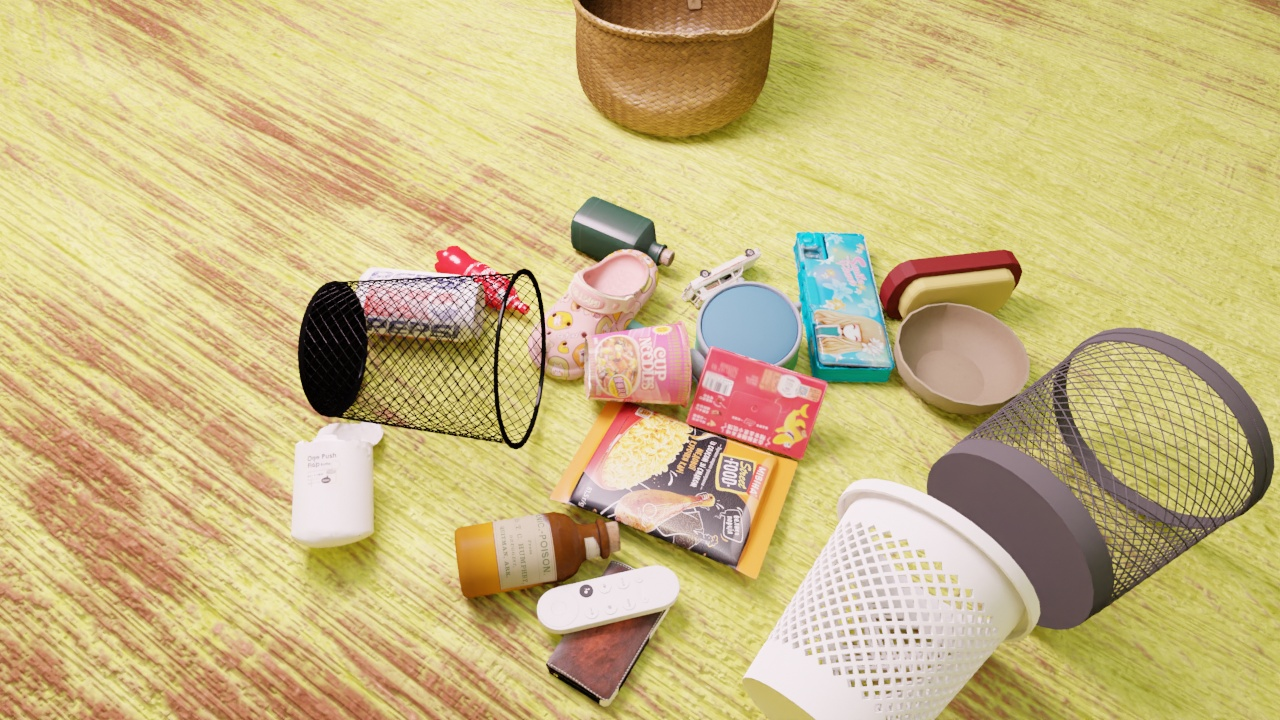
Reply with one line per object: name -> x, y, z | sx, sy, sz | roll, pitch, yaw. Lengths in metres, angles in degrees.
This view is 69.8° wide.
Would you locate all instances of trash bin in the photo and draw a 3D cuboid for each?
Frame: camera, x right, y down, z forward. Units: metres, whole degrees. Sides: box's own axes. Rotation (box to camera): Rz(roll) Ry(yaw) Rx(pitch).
trash bin -> -0.223, -0.007, 0.956 | 0.210, 0.184, 0.183 | 3, 51, 8
trash bin -> 0.430, 0.116, 0.887 | 0.227, 0.218, 0.217 | -29, 58, -19
trash bin -> 0.202, 0.243, 0.795 | 0.195, 0.196, 0.199 | 36, 67, 22

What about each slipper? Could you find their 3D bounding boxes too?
slipper -> -0.057, -0.069, 1.069 | 0.093, 0.082, 0.196 | 31, 66, 22

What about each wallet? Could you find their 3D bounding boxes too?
wallet -> -0.028, 0.254, 0.863 | 0.072, 0.019, 0.122 | 26, 54, 16

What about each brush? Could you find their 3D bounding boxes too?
brush -> 0.383, -0.086, 1.123 | 0.173, 0.082, 0.041 | -7, 52, -9

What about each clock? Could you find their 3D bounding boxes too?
clock -> 0.115, -0.009, 1.055 | 0.122, 0.075, 0.161 | 25, 66, 14

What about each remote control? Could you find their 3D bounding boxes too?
remote control -> -0.030, 0.225, 0.863 | 0.136, 0.013, 0.043 | -10, 52, -11

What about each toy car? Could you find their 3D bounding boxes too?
toy car -> 0.106, -0.102, 1.149 | 0.113, 0.039, 0.039 | -27, 79, -24

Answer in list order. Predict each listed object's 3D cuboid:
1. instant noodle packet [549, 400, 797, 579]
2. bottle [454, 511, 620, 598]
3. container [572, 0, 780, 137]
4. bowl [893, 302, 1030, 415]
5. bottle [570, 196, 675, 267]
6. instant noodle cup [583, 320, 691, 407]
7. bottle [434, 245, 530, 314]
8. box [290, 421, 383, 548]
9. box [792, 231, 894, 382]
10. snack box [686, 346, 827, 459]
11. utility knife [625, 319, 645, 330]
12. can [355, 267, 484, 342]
instant noodle packet -> 0.040, 0.124, 0.960 | 0.221, 0.032, 0.159 | 20, 46, 12
bottle -> -0.097, 0.182, 0.885 | 0.157, 0.068, 0.067 | -8, 52, -10
container -> 0.051, -0.478, 1.346 | 0.307, 0.197, 0.306 | 1, 53, -2
bowl -> 0.367, 0.006, 1.069 | 0.152, 0.051, 0.152 | 2, 51, -2
bottle -> -0.018, -0.152, 1.163 | 0.131, 0.061, 0.061 | 25, 55, 15
instant noodle cup -> -0.006, 0.006, 1.010 | 0.108, 0.098, 0.097 | -2, 51, -9
bottle -> -0.191, -0.095, 1.118 | 0.141, 0.042, 0.041 | 32, 56, 20
box -> -0.304, 0.117, 0.929 | 0.083, 0.142, 0.140 | -2, 80, -2
box -> 0.246, -0.072, 1.129 | 0.094, 0.041, 0.226 | 2, 51, -3
snack box -> 0.126, 0.046, 0.995 | 0.133, 0.089, 0.021 | 18, 10, 2
utility knife -> 0.004, -0.034, 1.099 | 0.126, 0.015, 0.022 | 31, 39, 19
can -> -0.255, -0.064, 1.066 | 0.136, 0.078, 0.078 | 5, 51, 0
